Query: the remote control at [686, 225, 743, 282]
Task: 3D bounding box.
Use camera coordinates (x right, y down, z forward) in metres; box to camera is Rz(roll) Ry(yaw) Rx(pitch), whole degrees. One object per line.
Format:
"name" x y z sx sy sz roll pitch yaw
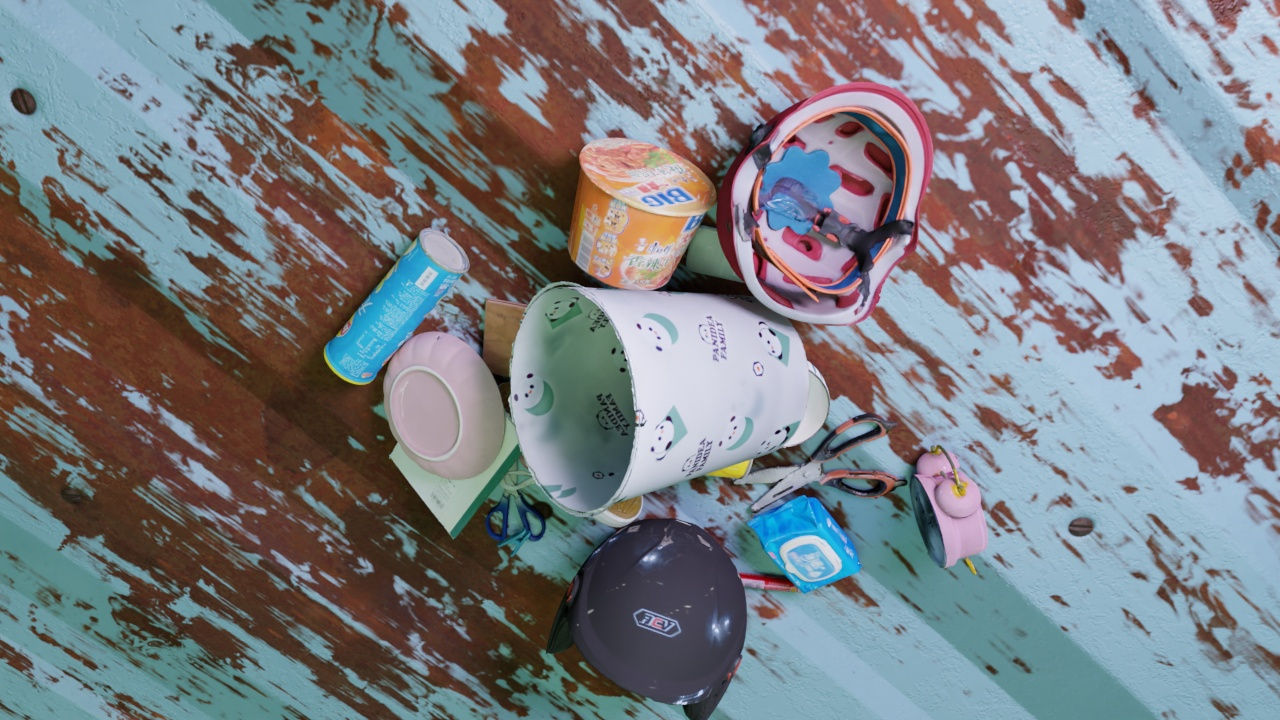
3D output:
"remote control" 0.122 -0.116 1.052 0.136 0.020 0.056 12 119 0

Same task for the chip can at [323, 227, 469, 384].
"chip can" -0.295 -0.063 1.105 0.071 0.071 0.211 40 114 -14

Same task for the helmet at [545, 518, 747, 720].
"helmet" 0.021 0.319 1.158 0.233 0.274 0.230 23 90 3

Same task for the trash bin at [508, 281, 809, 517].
"trash bin" 0.027 0.028 0.967 0.251 0.229 0.230 -6 126 -36

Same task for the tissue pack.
"tissue pack" 0.217 0.242 1.199 0.095 0.052 0.157 -28 119 22

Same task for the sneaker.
"sneaker" -0.103 0.128 1.160 0.241 0.118 0.088 39 137 8

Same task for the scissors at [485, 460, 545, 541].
"scissors" -0.184 0.182 1.251 0.144 0.012 0.170 -29 110 20

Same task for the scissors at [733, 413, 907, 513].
"scissors" 0.236 0.139 1.173 0.224 0.015 0.189 15 118 -1

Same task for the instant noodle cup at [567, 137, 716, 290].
"instant noodle cup" -0.007 -0.153 0.985 0.151 0.151 0.112 19 126 -3

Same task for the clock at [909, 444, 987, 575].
"clock" 0.375 0.175 1.121 0.060 0.117 0.159 -15 117 3

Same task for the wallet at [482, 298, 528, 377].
"wallet" -0.140 -0.022 1.137 0.115 0.020 0.101 10 117 5

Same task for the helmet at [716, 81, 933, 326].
"helmet" 0.177 -0.169 0.951 0.207 0.144 0.240 26 99 -22

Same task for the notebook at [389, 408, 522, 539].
"notebook" -0.236 0.113 1.170 0.150 0.012 0.210 48 123 14

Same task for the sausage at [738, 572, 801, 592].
"sausage" 0.160 0.305 1.268 0.156 0.020 0.020 6 118 4

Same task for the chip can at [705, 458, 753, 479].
"chip can" 0.028 0.101 1.120 0.213 0.072 0.072 8 119 -13

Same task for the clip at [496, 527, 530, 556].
"clip" -0.172 0.250 1.271 0.037 0.013 0.055 41 119 -18

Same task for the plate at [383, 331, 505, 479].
"plate" -0.254 0.061 1.135 0.193 0.038 0.192 9 108 30

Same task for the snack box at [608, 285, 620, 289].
"snack box" -0.047 -0.029 1.082 0.027 0.084 0.157 22 117 -2

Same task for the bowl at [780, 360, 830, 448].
"bowl" 0.166 0.039 1.102 0.116 0.066 0.117 3 117 5
